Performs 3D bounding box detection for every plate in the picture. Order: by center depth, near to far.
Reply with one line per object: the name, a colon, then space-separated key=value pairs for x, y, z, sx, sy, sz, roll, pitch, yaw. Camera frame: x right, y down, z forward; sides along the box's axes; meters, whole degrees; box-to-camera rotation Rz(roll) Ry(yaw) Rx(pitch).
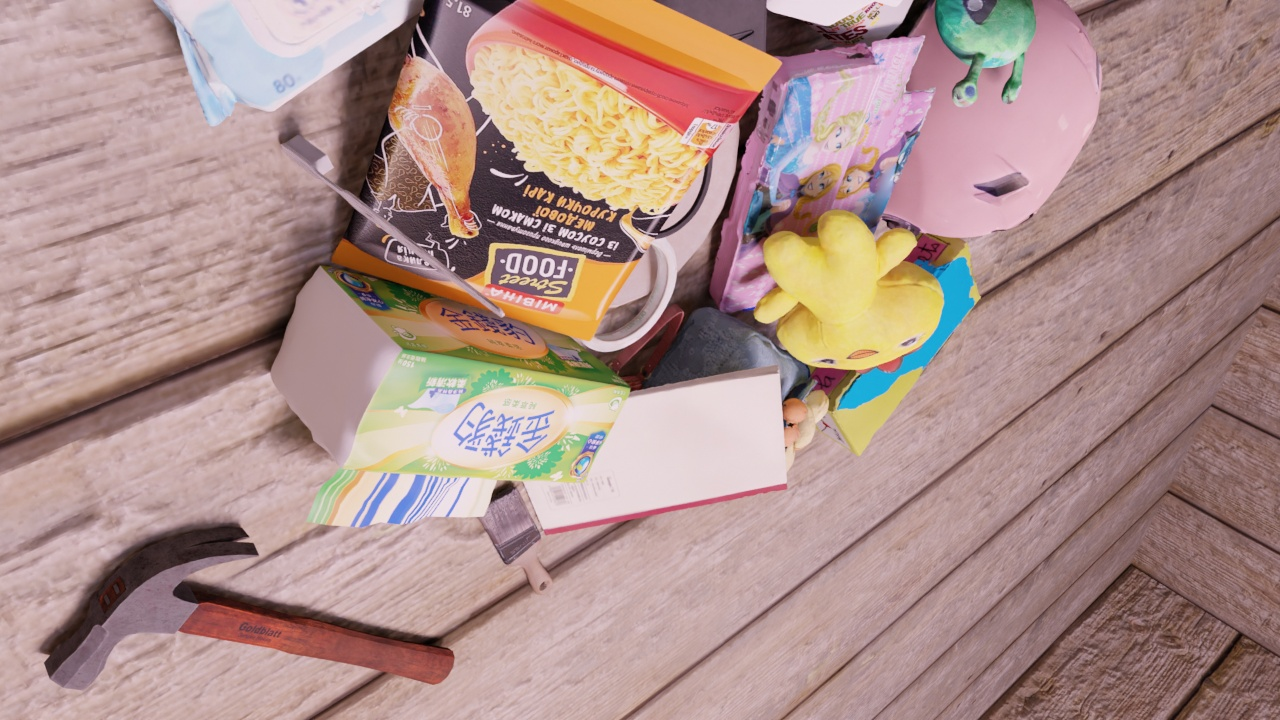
plate: x=-0.009 y=-0.125 z=0.620 sx=0.188 sy=0.027 sz=0.189 roll=-27 pitch=136 yaw=-30

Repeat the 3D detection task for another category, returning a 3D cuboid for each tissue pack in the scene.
tissue pack: x=-0.142 y=-0.193 z=0.392 sx=0.181 sy=0.070 sz=0.112 roll=-41 pitch=142 yaw=-15
tissue pack: x=-0.124 y=0.042 z=0.566 sx=0.197 sy=0.120 sz=0.141 roll=15 pitch=108 yaw=-44

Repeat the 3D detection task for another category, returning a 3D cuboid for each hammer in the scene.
hammer: x=-0.230 y=0.191 z=0.635 sx=0.111 sy=0.028 sz=0.300 roll=-51 pitch=143 yaw=-2

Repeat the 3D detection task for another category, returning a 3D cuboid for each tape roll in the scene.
tape roll: x=-0.013 y=-0.050 z=0.638 sx=0.092 sy=0.013 sz=0.093 roll=-27 pitch=136 yaw=-31

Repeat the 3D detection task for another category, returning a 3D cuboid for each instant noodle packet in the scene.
instant noodle packet: x=-0.055 y=-0.097 z=0.472 sx=0.159 sy=0.032 sz=0.221 roll=17 pitch=137 yaw=-20

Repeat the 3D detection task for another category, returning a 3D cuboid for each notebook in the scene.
notebook: x=0.009 y=0.076 z=0.719 sx=0.209 sy=0.012 sz=0.153 roll=-11 pitch=136 yaw=2

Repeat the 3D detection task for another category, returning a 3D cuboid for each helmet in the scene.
helmet: x=0.305 y=-0.209 z=0.797 sx=0.230 sy=0.152 sz=0.255 roll=-56 pitch=149 yaw=-2

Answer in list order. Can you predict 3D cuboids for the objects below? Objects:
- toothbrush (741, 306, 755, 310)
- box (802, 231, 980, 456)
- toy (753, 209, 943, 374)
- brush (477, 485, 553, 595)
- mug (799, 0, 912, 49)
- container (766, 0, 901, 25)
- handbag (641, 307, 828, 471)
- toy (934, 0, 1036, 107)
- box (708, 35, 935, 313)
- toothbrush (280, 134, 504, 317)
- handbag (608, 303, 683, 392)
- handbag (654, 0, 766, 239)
toothbrush: x=0.146 y=-0.067 z=0.844 sx=0.182 sy=0.018 sz=0.016 roll=-16 pitch=129 yaw=-42
box: x=0.245 y=-0.025 z=0.931 sx=0.221 sy=0.081 sz=0.124 roll=-53 pitch=144 yaw=-5
toy: x=0.163 y=-0.052 z=0.722 sx=0.134 sy=0.092 sz=0.207 roll=-18 pitch=155 yaw=23
brush: x=-0.098 y=0.154 z=0.757 sx=0.038 sy=0.012 sz=0.151 roll=-38 pitch=140 yaw=-21
mug: x=0.139 y=-0.276 z=0.619 sx=0.089 sy=0.073 sz=0.105 roll=8 pitch=113 yaw=-49
container: x=0.099 y=-0.260 z=0.540 sx=0.080 sy=0.129 sz=0.050 roll=-3 pitch=166 yaw=-37
handbag: x=0.093 y=0.036 z=0.780 sx=0.122 sy=0.118 sz=0.192 roll=-54 pitch=147 yaw=3
toy: x=0.232 y=-0.275 z=0.663 sx=0.130 sy=0.193 sz=0.073 roll=-9 pitch=168 yaw=-34
box: x=0.144 y=-0.136 z=0.701 sx=0.159 sy=0.035 sz=0.231 roll=-16 pitch=146 yaw=-21
toothbrush: x=-0.116 y=-0.067 z=0.425 sx=0.010 sy=0.181 sz=0.010 roll=-41 pitch=146 yaw=-21
handbag: x=-0.004 y=0.004 z=0.701 sx=0.055 sy=0.029 sz=0.120 roll=4 pitch=131 yaw=-50
handbag: x=-0.005 y=-0.154 z=0.534 sx=0.175 sy=0.072 sz=0.196 roll=-32 pitch=132 yaw=-17
